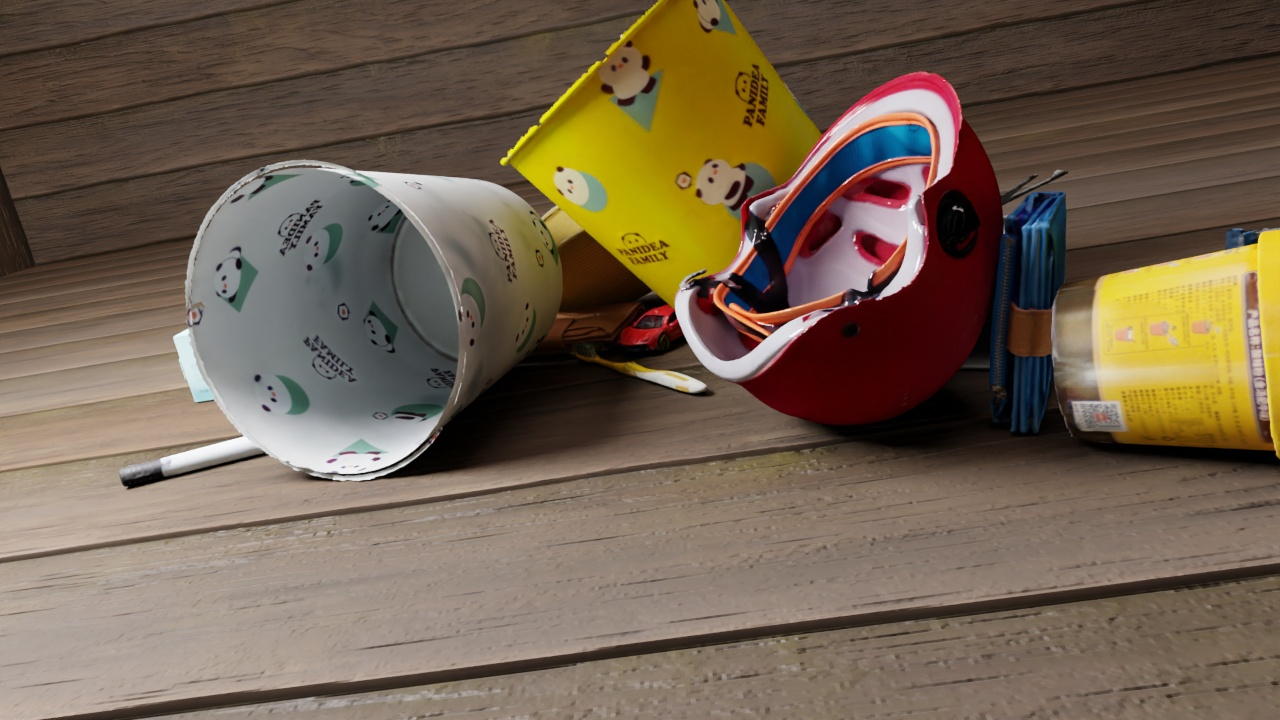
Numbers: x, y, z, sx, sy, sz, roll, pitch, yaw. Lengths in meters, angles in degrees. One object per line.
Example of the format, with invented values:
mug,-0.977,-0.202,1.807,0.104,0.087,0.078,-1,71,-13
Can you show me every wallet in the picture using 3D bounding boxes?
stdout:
wallet,-0.071,-0.030,0.925,0.132,0.031,0.107,-5,16,21
wallet,0.247,-0.033,0.574,0.040,0.133,0.106,5,22,29

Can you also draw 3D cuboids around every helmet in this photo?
helmet,0.153,-0.057,0.616,0.239,0.144,0.207,-54,24,-10

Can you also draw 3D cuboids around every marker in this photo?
marker,-0.357,0.078,0.754,0.130,0.018,0.022,-15,31,-13

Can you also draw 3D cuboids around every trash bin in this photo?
trash bin,-0.194,-0.052,0.762,0.230,0.230,0.251,-4,12,17
trash bin,0.051,-0.158,0.783,0.230,0.255,0.229,-42,14,12

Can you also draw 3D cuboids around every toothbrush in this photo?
toothbrush,-0.005,0.005,0.790,0.016,0.018,0.192,-22,21,-30

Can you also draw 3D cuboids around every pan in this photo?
pan,-0.106,-0.093,0.983,0.358,0.078,0.197,-28,-23,11

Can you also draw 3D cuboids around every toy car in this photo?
toy car,0.020,-0.033,0.879,0.049,0.031,0.106,3,23,38

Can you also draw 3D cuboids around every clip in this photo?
clip,0.562,-0.109,0.828,0.058,0.027,0.045,-10,9,-1

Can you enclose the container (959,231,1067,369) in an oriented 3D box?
container,0.275,-0.051,0.700,0.090,0.090,0.114,3,18,33

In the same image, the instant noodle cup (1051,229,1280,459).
instant noodle cup,0.295,-0.004,0.497,0.115,0.118,0.118,-6,16,37

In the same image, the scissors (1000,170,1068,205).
scissors,0.304,-0.126,0.897,0.189,0.015,0.227,-21,-10,0

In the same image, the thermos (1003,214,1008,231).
thermos,0.259,-0.080,0.832,0.224,0.073,0.073,-15,18,-14

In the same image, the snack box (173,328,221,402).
snack box,-0.387,-0.009,0.956,0.175,0.074,0.051,-8,18,6
